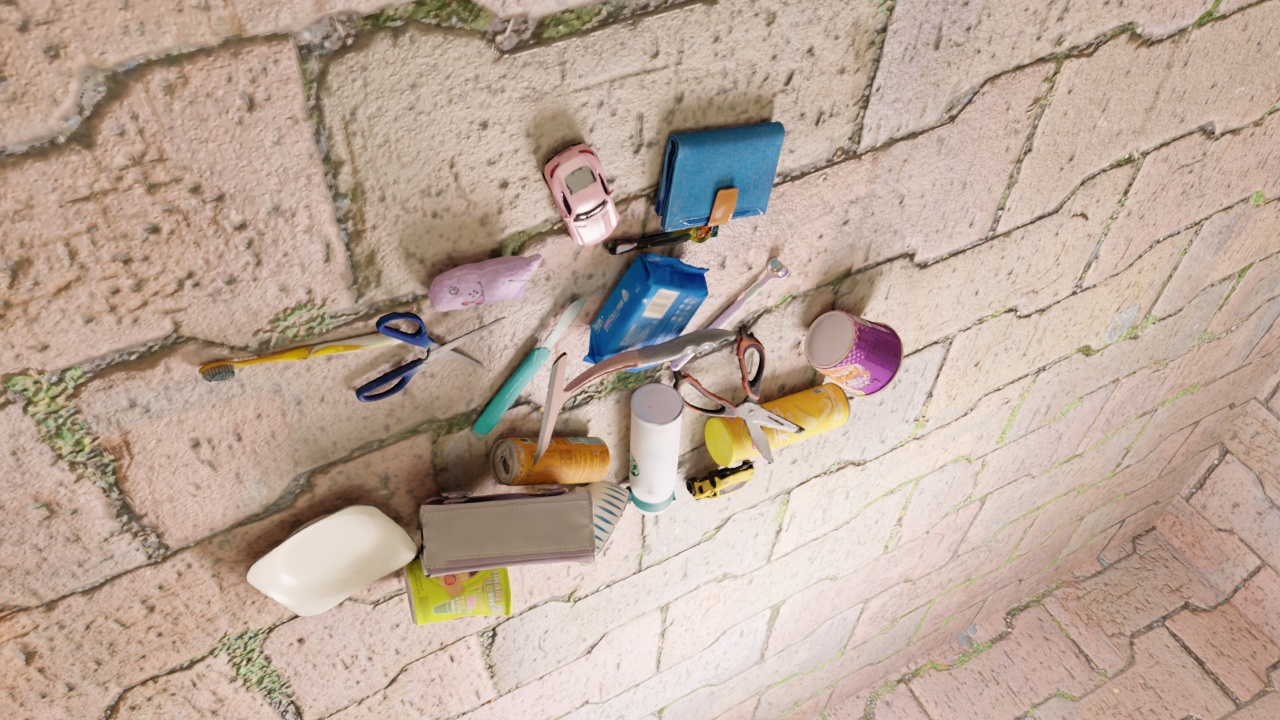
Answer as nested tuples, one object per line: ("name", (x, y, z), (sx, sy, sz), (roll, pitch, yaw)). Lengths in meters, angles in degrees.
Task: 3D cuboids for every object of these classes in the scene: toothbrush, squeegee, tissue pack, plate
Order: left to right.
("toothbrush", (-0.308, -0.005, 0.856), (0.191, 0.018, 0.016), (-12, 140, -29))
("plate", (-0.356, 0.223, 1.063), (0.164, 0.034, 0.164), (-30, 144, -6))
("squeegee", (-0.006, 0.006, 1.002), (0.249, 0.040, 0.248), (-22, 158, -22))
("tissue pack", (0.004, -0.051, 1.022), (0.094, 0.052, 0.157), (8, 126, -41))
("toothbrush", (0.106, -0.052, 1.129), (0.189, 0.029, 0.021), (-44, -179, 14))

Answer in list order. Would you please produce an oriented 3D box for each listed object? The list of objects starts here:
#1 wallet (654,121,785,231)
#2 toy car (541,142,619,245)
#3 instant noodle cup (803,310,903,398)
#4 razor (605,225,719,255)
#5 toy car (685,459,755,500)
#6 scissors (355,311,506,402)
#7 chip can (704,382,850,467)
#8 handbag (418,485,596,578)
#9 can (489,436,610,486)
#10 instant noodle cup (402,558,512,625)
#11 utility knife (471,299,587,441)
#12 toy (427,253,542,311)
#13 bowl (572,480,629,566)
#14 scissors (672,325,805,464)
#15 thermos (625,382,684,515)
("wallet", (0.082, -0.189, 0.942), (0.132, 0.040, 0.107), (-13, 135, -26))
("toy car", (-0.053, -0.154, 0.874), (0.056, 0.037, 0.122), (-30, 145, -5))
("instant noodle cup", (0.283, -0.014, 1.246), (0.099, 0.111, 0.112), (20, 118, -39))
("razor", (0.028, -0.132, 0.976), (0.142, 0.022, 0.043), (-16, 138, -24))
("toy car", (0.119, 0.177, 1.340), (0.071, 0.041, 0.156), (-16, 169, -20))
("scissors", (-0.216, -0.006, 0.920), (0.162, 0.012, 0.173), (-37, 153, 13))
("chip can", (0.199, 0.090, 1.320), (0.213, 0.072, 0.072), (-14, 139, -25))
("handbag", (-0.162, 0.202, 1.091), (0.196, 0.098, 0.145), (-1, 166, -16))
("can", (-0.109, 0.123, 1.125), (0.145, 0.058, 0.058), (4, 129, -41))
("instant noodle cup", (-0.237, 0.287, 1.178), (0.123, 0.111, 0.112), (-9, 138, -20))
("utility knife", (-0.127, 0.012, 1.023), (0.029, 0.013, 0.223), (16, 123, -45))
("toy", (-0.154, -0.073, 0.885), (0.107, 0.039, 0.084), (-17, 161, -26))
("bowl", (-0.072, 0.209, 1.228), (0.066, 0.116, 0.117), (31, 117, -5))
("scissors", (0.134, 0.053, 1.216), (0.189, 0.015, 0.227), (-10, 116, -14))
("thermos", (0.015, 0.127, 1.224), (0.073, 0.073, 0.225), (-21, 142, -19))
